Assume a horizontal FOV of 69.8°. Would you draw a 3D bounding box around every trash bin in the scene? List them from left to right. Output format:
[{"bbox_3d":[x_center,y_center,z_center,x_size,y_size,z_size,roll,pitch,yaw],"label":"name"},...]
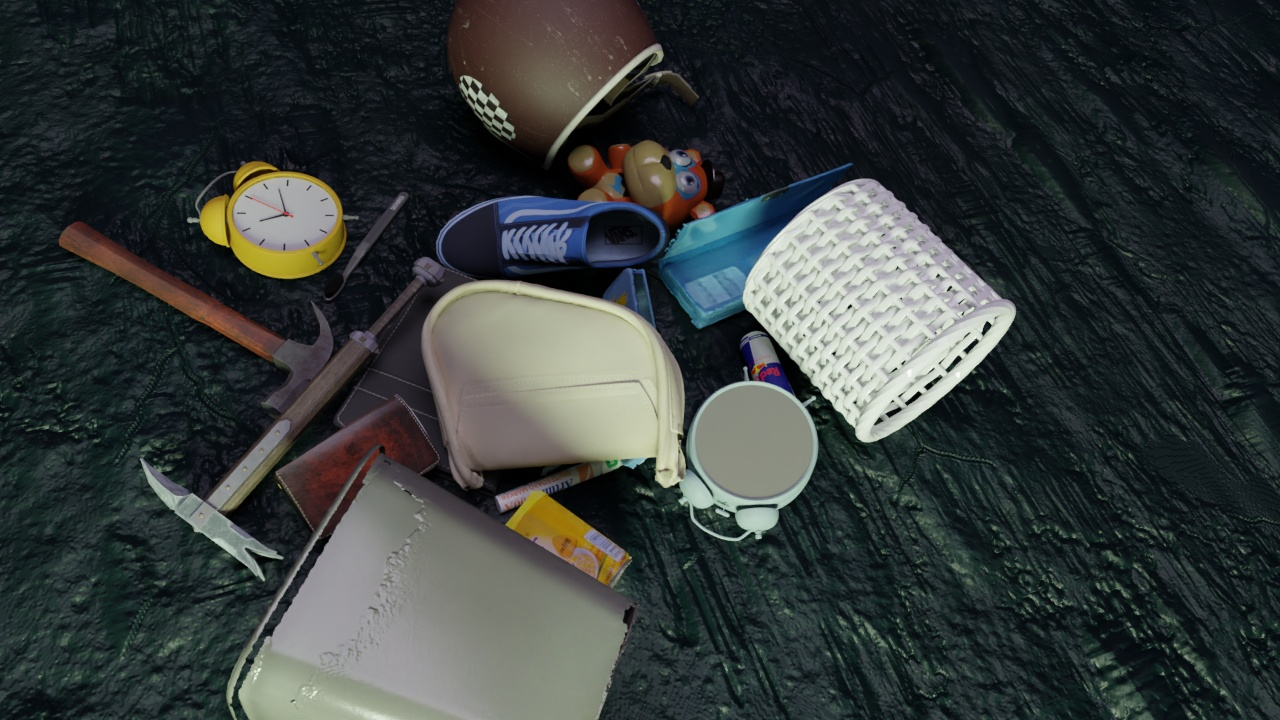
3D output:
[{"bbox_3d":[-0.140,0.212,0.669,0.220,0.198,0.197,25,56,-2],"label":"trash bin"}]

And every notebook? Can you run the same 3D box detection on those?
[{"bbox_3d":[-0.176,0.011,0.884,0.169,0.030,0.208,21,54,3],"label":"notebook"}]

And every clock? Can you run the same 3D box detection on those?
[{"bbox_3d":[-0.374,-0.147,0.937,0.152,0.052,0.113,24,56,1],"label":"clock"},{"bbox_3d":[0.099,0.091,0.860,0.122,0.045,0.159,24,70,9],"label":"clock"}]

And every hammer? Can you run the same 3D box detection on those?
[{"bbox_3d":[-0.427,-0.055,0.879,0.301,0.028,0.110,28,57,8],"label":"hammer"},{"bbox_3d":[-0.285,0.021,0.819,0.147,0.028,0.316,33,67,8],"label":"hammer"}]

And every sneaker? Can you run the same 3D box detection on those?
[{"bbox_3d":[-0.091,-0.126,0.921,0.241,0.098,0.083,-3,97,0],"label":"sneaker"}]

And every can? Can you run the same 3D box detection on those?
[{"bbox_3d":[-0.066,0.165,0.778,0.105,0.068,0.067,33,57,11],"label":"can"},{"bbox_3d":[0.131,0.015,0.938,0.032,0.032,0.095,-10,59,-17],"label":"can"}]

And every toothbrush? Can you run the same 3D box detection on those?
[{"bbox_3d":[-0.286,-0.123,0.962,0.013,0.013,0.166,22,53,3],"label":"toothbrush"}]

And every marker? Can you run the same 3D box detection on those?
[{"bbox_3d":[-0.064,0.107,0.848,0.145,0.017,0.017,-19,62,-22],"label":"marker"}]

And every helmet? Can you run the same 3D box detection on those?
[{"bbox_3d":[-0.085,-0.341,1.035,0.253,0.234,0.233,45,85,-5],"label":"helmet"}]

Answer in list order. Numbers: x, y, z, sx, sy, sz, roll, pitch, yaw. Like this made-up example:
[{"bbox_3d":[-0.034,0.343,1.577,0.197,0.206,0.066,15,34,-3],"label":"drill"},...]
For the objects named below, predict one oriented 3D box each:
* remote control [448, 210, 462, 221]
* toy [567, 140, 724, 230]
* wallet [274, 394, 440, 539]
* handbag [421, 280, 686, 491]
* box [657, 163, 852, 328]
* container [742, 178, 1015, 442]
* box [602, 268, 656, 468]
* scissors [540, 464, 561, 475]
[{"bbox_3d":[-0.150,-0.133,0.995,0.124,0.009,0.046,14,55,-2],"label":"remote control"},{"bbox_3d":[0.008,-0.193,1.023,0.175,0.096,0.112,-2,62,-25],"label":"toy"},{"bbox_3d":[-0.239,0.090,0.780,0.122,0.019,0.072,-35,94,-30],"label":"wallet"},{"bbox_3d":[-0.068,0.029,0.818,0.229,0.132,0.183,-5,73,16],"label":"handbag"},{"bbox_3d":[0.142,-0.133,0.993,0.231,0.110,0.094,-22,63,-24],"label":"box"},{"bbox_3d":[0.230,-0.049,0.907,0.189,0.190,0.186,-27,65,-26],"label":"container"},{"bbox_3d":[-0.008,0.005,0.884,0.064,0.069,0.209,-9,57,-2],"label":"box"},{"bbox_3d":[-0.050,0.046,0.893,0.178,0.016,0.108,-23,65,-24],"label":"scissors"}]
